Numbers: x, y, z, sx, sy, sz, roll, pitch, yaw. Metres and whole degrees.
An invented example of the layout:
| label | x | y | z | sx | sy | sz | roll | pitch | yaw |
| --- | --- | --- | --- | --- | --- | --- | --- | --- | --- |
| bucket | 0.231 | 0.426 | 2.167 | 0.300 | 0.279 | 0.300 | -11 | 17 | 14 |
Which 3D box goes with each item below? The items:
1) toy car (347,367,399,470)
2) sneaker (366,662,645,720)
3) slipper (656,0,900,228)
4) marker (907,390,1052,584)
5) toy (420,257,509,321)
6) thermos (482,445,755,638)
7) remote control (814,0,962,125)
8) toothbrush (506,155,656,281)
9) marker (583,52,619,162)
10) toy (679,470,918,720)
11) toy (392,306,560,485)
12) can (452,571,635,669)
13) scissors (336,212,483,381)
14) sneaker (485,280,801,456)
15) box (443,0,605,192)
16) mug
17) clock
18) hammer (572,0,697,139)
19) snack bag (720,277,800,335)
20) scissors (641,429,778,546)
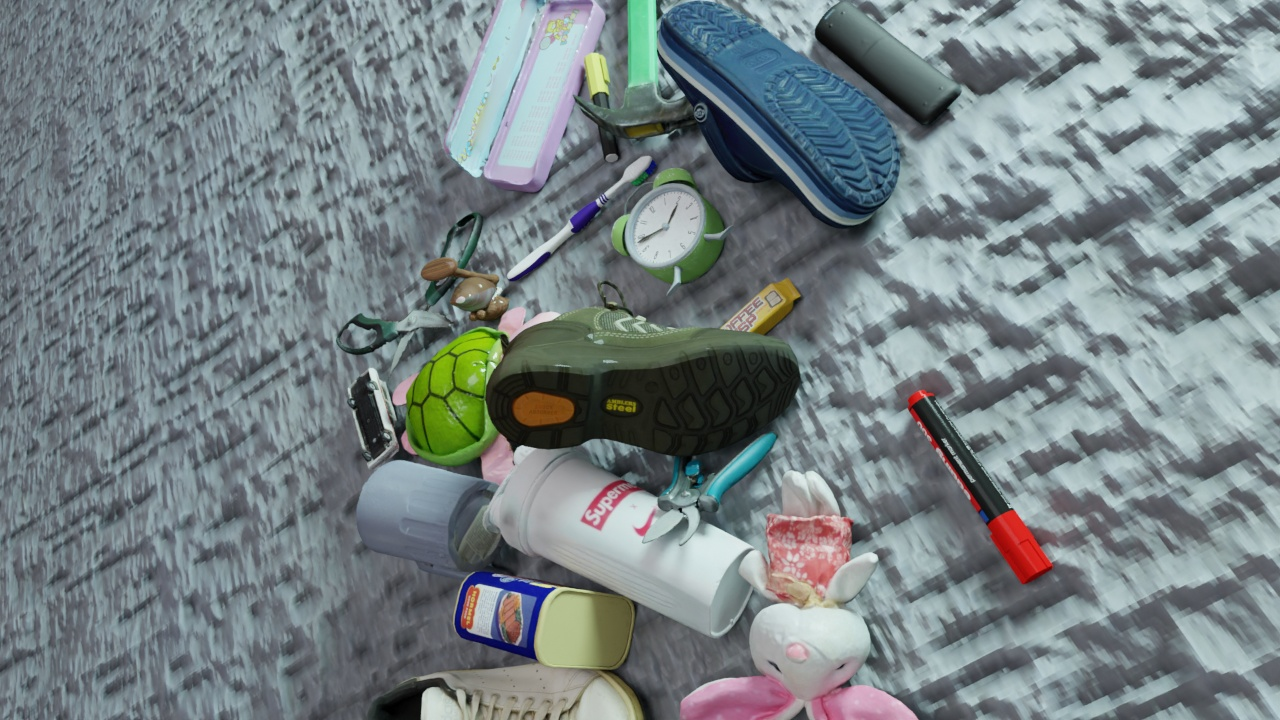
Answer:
| label | x | y | z | sx | sy | sz | roll | pitch | yaw |
| --- | --- | --- | --- | --- | --- | --- | --- | --- | --- |
| toy car | -0.266 | 0.060 | 0.930 | 0.039 | 0.039 | 0.113 | -41 | 52 | 14 |
| sneaker | -0.116 | 0.280 | 0.722 | 0.242 | 0.102 | 0.088 | -9 | 69 | 29 |
| slipper | 0.107 | -0.198 | 0.757 | 0.253 | 0.104 | 0.095 | 49 | 144 | 20 |
| marker | 0.226 | 0.082 | 0.625 | 0.024 | 0.021 | 0.145 | -57 | 48 | 41 |
| toy | -0.162 | -0.065 | 0.878 | 0.042 | 0.101 | 0.054 | -13 | 84 | 22 |
| thermos | -0.018 | 0.135 | 0.723 | 0.221 | 0.099 | 0.099 | 20 | 85 | 31 |
| remote control | 0.200 | -0.248 | 0.755 | 0.041 | 0.020 | 0.152 | -45 | 57 | 13 |
| toothbrush | -0.059 | -0.133 | 0.881 | 0.187 | 0.016 | 0.015 | -38 | 58 | 19 |
| marker | -0.037 | -0.251 | 0.906 | 0.021 | 0.017 | 0.123 | -22 | 65 | 25 |
| toy | 0.114 | 0.174 | 0.625 | 0.159 | 0.084 | 0.194 | 1 | 75 | 24 |
| toy | -0.143 | 0.027 | 0.836 | 0.239 | 0.087 | 0.189 | -16 | 55 | 33 |
| can | -0.075 | 0.202 | 0.717 | 0.092 | 0.116 | 0.056 | 2 | 75 | 35 |
| scissors | -0.240 | -0.069 | 0.961 | 0.202 | 0.015 | 0.201 | 5 | 64 | 43 |
| sneaker | -0.004 | 0.004 | 0.728 | 0.142 | 0.237 | 0.101 | -111 | 22 | -61 |
| box | -0.123 | -0.288 | 0.927 | 0.089 | 0.092 | 0.214 | 15 | 82 | 35 |
| mug | -0.172 | 0.150 | 0.801 | 0.104 | 0.124 | 0.083 | 5 | 40 | 32 |
| clock | 0.025 | -0.115 | 0.805 | 0.094 | 0.042 | 0.119 | -45 | 56 | 10 |
| hammer | 0.000 | -0.357 | 0.904 | 0.130 | 0.032 | 0.318 | -8 | 67 | 18 |
| snack bag | 0.087 | -0.028 | 0.750 | 0.099 | 0.020 | 0.026 | -42 | 56 | 13 |
| scissors | 0.052 | 0.087 | 0.691 | 0.124 | 0.019 | 0.155 | -19 | 23 | 0 |
